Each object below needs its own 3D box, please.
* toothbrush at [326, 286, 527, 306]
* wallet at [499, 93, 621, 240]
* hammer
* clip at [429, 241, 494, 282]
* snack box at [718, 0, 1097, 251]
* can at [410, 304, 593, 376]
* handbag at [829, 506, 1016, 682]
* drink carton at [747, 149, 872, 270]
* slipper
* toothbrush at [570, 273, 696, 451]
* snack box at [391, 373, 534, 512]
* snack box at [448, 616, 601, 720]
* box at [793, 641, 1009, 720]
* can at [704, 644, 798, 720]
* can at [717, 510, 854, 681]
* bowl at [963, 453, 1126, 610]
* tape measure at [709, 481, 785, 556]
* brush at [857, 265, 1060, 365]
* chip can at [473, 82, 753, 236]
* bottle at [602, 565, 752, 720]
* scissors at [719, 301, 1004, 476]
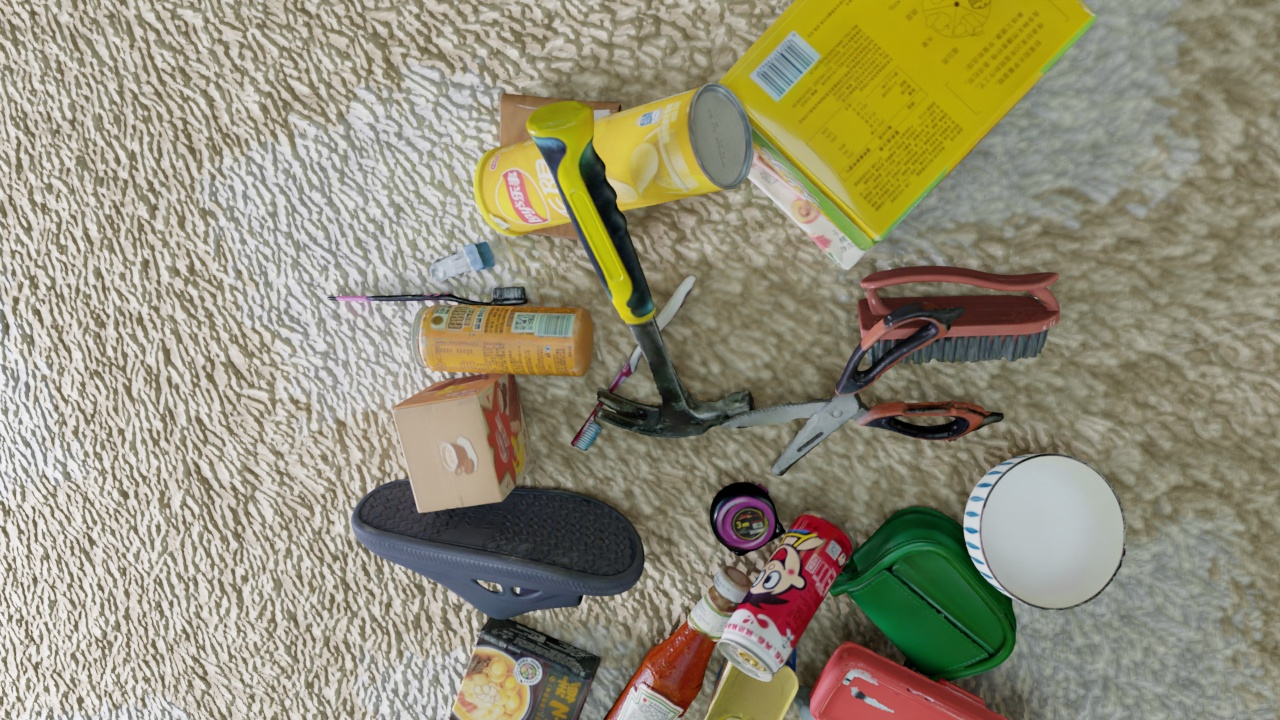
[{"bbox_3d":[-0.190,-0.057,0.807,0.189,0.014,0.018,1,93,12],"label":"toothbrush"},{"bbox_3d":[-0.068,-0.157,0.756,0.101,0.020,0.115,7,107,11],"label":"wallet"},{"bbox_3d":[-0.010,-0.045,0.671,0.126,0.031,0.323,-9,137,15],"label":"hammer"},{"bbox_3d":[-0.157,-0.084,0.790,0.058,0.043,0.027,-14,103,22],"label":"clip"},{"bbox_3d":[0.177,-0.204,0.640,0.157,0.070,0.210,44,93,2],"label":"snack box"},{"bbox_3d":[-0.115,-0.017,0.777,0.146,0.058,0.058,2,103,11],"label":"can"},{"bbox_3d":[0.233,0.195,0.755,0.120,0.067,0.131,-39,94,26],"label":"handbag"},{"bbox_3d":[0.133,-0.129,0.705,0.122,0.045,0.054,43,107,0],"label":"drink carton"},{"bbox_3d":[-0.123,0.168,0.808,0.268,0.110,0.083,7,121,15],"label":"slipper"},{"bbox_3d":[-0.005,0.005,0.781,0.017,0.016,0.188,33,108,-6],"label":"toothbrush"},{"bbox_3d":[-0.148,0.067,0.784,0.077,0.094,0.093,-9,101,13],"label":"snack box"},{"bbox_3d":[-0.111,0.318,0.863,0.113,0.053,0.126,21,101,6],"label":"snack box"},{"bbox_3d":[0.228,0.312,0.750,0.201,0.073,0.155,26,144,6],"label":"box"},{"bbox_3d":[0.097,0.276,0.788,0.057,0.083,0.102,23,107,6],"label":"can"},{"bbox_3d":[0.118,0.187,0.735,0.053,0.132,0.053,30,151,19],"label":"can"},{"bbox_3d":[0.303,0.129,0.711,0.116,0.066,0.116,0,86,-6],"label":"bowl"},{"bbox_3d":[0.088,0.132,0.780,0.057,0.039,0.058,-32,101,7],"label":"tape measure"},{"bbox_3d":[0.240,-0.037,0.695,0.146,0.063,0.069,-1,117,11],"label":"brush"},{"bbox_3d":[-0.026,-0.140,0.660,0.214,0.071,0.072,-5,103,40],"label":"chip can"},{"bbox_3d":[0.033,0.269,0.813,0.060,0.059,0.206,31,107,3],"label":"bottle"},{"bbox_3d":[0.171,0.030,0.711,0.225,0.015,0.189,-1,135,7],"label":"scissors"}]
